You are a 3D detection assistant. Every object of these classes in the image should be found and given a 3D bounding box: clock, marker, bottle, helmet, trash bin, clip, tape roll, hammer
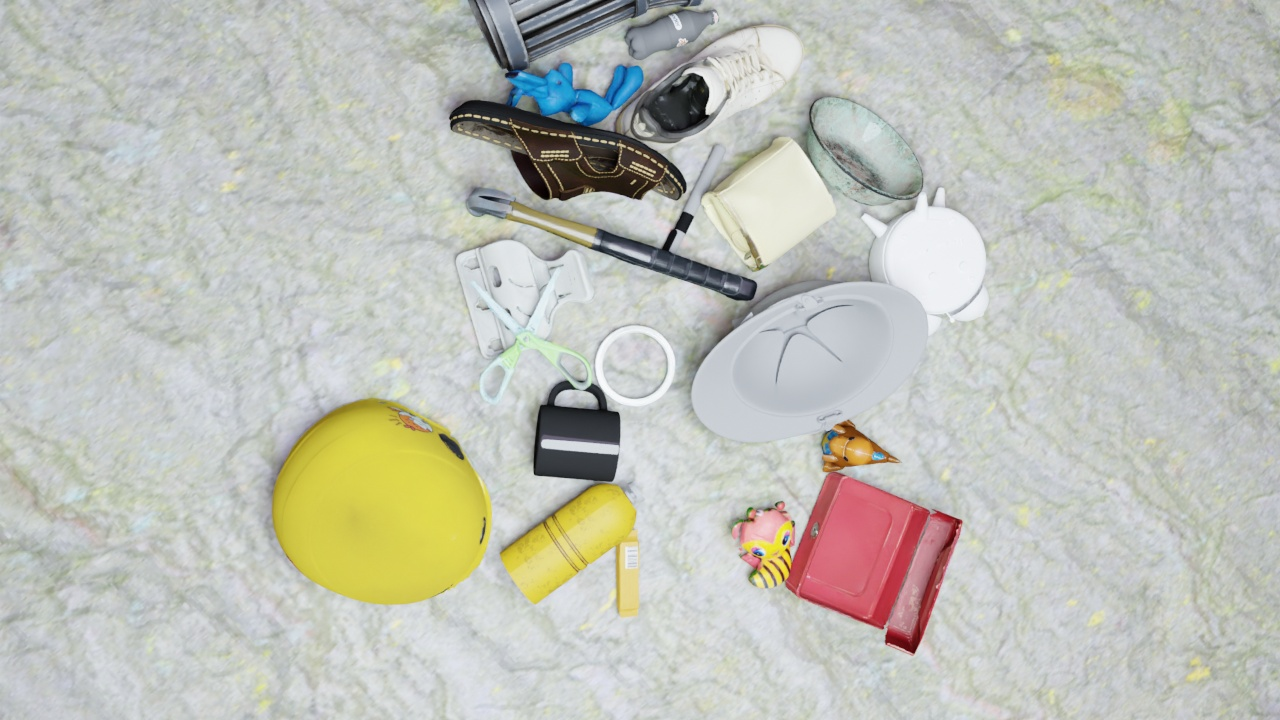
[{"bbox_3d":[0.339,-0.114,1.074,0.125,0.073,0.161,-19,93,-8],"label":"clock"},{"bbox_3d":[0.063,-0.186,1.062,0.016,0.016,0.140,26,86,-8],"label":"marker"},{"bbox_3d":[-0.068,0.192,1.015,0.163,0.071,0.071,-36,95,-5],"label":"bottle"},{"bbox_3d":[-0.266,0.160,0.951,0.240,0.140,0.209,35,85,-7],"label":"helmet"},{"bbox_3d":[0.175,-0.021,1.034,0.271,0.117,0.183,-19,124,-2],"label":"helmet"},{"bbox_3d":[0.037,-0.376,1.047,0.110,0.036,0.036,-22,93,-8],"label":"bottle"},{"bbox_3d":[-0.069,-0.413,0.974,0.227,0.164,0.164,-26,94,-4],"label":"trash bin"},{"bbox_3d":[-0.123,-0.076,1.018,0.143,0.072,0.124,-15,95,2],"label":"clip"},{"bbox_3d":[-0.006,0.006,1.053,0.093,0.013,0.093,0,91,-8],"label":"tape roll"},{"bbox_3d":[-0.027,-0.126,1.010,0.333,0.118,0.025,17,89,-13],"label":"hammer"}]

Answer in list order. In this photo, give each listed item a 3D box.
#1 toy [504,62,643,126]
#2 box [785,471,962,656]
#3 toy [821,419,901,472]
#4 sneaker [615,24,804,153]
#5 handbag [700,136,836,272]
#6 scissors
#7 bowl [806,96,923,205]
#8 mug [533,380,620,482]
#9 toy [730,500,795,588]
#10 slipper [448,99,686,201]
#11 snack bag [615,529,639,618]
[{"bbox_3d":[-0.080,-0.292,1.007,0.176,0.113,0.071,-12,106,-32],"label":"toy"},{"bbox_3d":[0.260,0.223,1.045,0.168,0.154,0.157,20,84,22],"label":"box"},{"bbox_3d":[0.259,0.106,1.053,0.103,0.090,0.070,16,90,-4],"label":"toy"},{"bbox_3d":[0.083,-0.311,1.021,0.241,0.102,0.089,-33,94,-8],"label":"sneaker"},{"bbox_3d":[0.144,-0.175,1.045,0.119,0.081,0.111,-38,103,-8],"label":"handbag"},{"bbox_3d":[-0.125,-0.021,0.988,0.171,0.022,0.174,44,105,-9],"label":"scissors"},{"bbox_3d":[0.248,-0.231,1.046,0.157,0.039,0.157,18,48,-21],"label":"bowl"},{"bbox_3d":[-0.071,0.076,1.019,0.088,0.078,0.113,6,62,-8],"label":"mug"},{"bbox_3d":[0.147,0.211,1.060,0.084,0.046,0.103,-13,103,-30],"label":"toy"},{"bbox_3d":[-0.078,-0.211,0.995,0.267,0.113,0.075,14,88,-13],"label":"slipper"},{"bbox_3d":[-0.014,0.243,1.049,0.026,0.020,0.099,-1,91,-16],"label":"snack bag"}]
